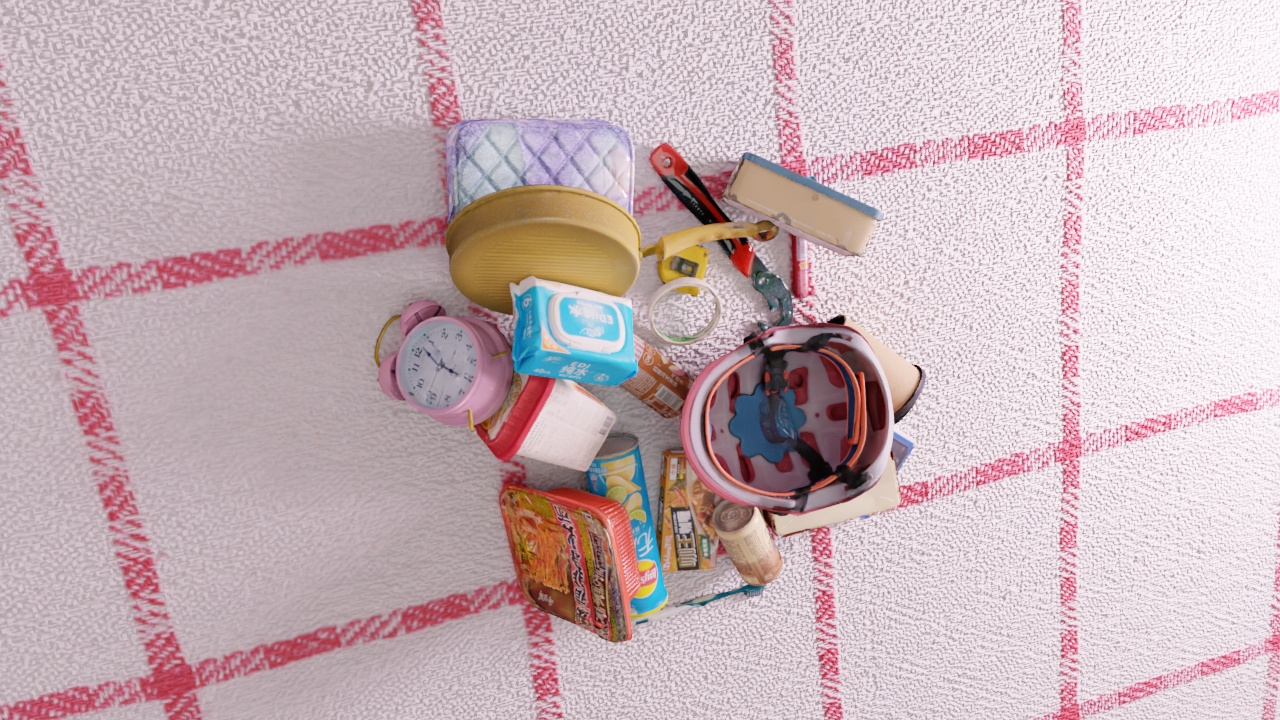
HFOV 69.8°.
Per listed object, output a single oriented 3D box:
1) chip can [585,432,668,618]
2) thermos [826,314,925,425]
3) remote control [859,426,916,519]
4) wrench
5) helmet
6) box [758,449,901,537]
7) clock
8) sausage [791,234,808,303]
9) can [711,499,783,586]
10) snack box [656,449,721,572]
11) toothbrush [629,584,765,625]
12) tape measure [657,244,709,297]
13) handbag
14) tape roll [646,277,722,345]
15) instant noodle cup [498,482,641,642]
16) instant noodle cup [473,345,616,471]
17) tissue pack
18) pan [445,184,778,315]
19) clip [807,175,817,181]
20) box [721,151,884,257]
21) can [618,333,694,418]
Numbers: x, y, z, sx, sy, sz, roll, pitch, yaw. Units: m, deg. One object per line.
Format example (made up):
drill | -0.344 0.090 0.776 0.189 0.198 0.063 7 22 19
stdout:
chip can | -0.019 0.195 1.084 0.071 0.071 0.210 -14 107 -13
thermos | 0.278 0.012 1.125 0.143 0.093 0.093 39 90 -13
remote control | 0.307 0.145 1.197 0.049 0.024 0.125 30 94 -21
wrench | 0.100 -0.139 1.067 0.056 0.016 0.273 -40 112 -5
helmet | 0.157 0.070 1.051 0.240 0.144 0.207 -10 85 -4
box | 0.233 0.160 1.135 0.168 0.076 0.091 -13 99 -5
clock | -0.212 0.001 0.957 0.158 0.059 0.117 24 91 24
sausage | 0.189 -0.144 1.091 0.020 0.020 0.156 -9 106 -15
can | 0.133 0.223 1.130 0.058 0.058 0.116 -34 127 -7
snack box | 0.060 0.184 1.130 0.075 0.026 0.154 -1 104 -17
toothbrush | 0.072 0.313 1.172 0.191 0.016 0.018 -12 117 -14
tape measure | 0.049 -0.106 1.052 0.057 0.029 0.060 13 99 -19
handbag | -0.105 -0.185 0.962 0.193 0.075 0.134 -3 109 -15
tape roll | 0.051 -0.055 1.058 0.085 0.014 0.086 -5 125 -8
instant noodle cup | -0.072 0.216 1.035 0.078 0.189 0.164 -25 114 -43
instant noodle cup | -0.105 0.059 1.008 0.124 0.116 0.116 27 94 -32
tissue pack | -0.069 -0.029 0.935 0.140 0.063 0.089 10 60 -29
pan | -0.021 -0.118 0.954 0.357 0.198 0.078 2 65 -13
clip | 0.206 -0.191 1.083 0.013 0.033 0.054 -17 94 -15
box | 0.183 -0.169 1.024 0.184 0.089 0.060 21 97 -4
can | -0.006 0.006 1.048 0.147 0.058 0.058 37 91 -22
